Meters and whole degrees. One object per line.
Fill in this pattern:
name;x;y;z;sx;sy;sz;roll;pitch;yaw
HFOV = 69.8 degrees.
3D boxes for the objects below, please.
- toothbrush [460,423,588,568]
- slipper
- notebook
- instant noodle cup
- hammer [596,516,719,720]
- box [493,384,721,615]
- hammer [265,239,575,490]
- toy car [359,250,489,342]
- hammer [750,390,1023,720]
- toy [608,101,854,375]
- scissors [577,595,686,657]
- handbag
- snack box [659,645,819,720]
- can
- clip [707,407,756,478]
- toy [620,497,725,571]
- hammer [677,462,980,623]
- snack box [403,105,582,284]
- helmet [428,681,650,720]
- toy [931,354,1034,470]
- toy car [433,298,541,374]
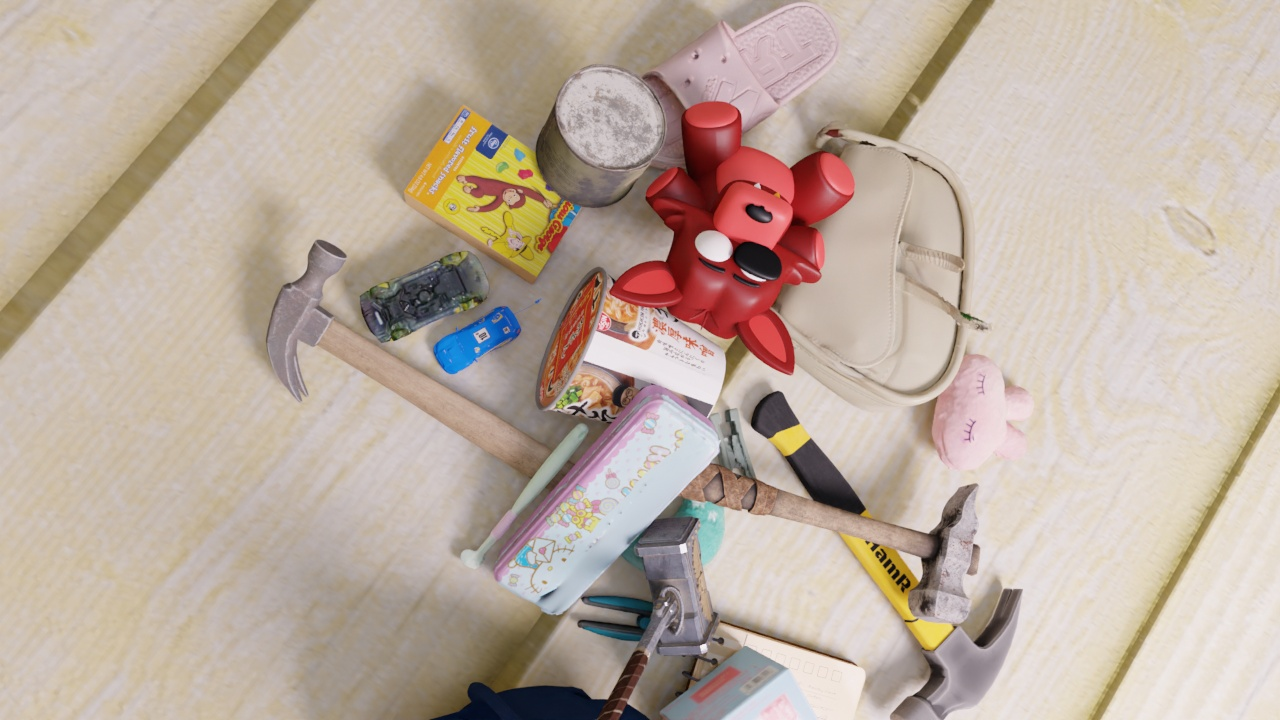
toothbrush;-0.093;0.110;0.744;0.022;0.015;0.155;33;102;-36
slipper;0.085;-0.250;0.811;0.239;0.064;0.094;-33;92;-14
notebook;0.089;0.348;0.774;0.167;0.024;0.225;22;81;-17
instant noodle cup;-0.004;0.004;0.751;0.121;0.124;0.123;23;81;-18
hammer;-0.007;0.211;0.611;0.044;0.321;0.098;-8;101;18
box;-0.030;0.114;0.721;0.076;0.033;0.214;36;109;-16
hammer;-0.148;0.041;0.746;0.331;0.030;0.119;32;102;-11
toy car;-0.176;-0.052;0.755;0.105;0.033;0.048;-23;95;-3
hammer;0.208;0.162;0.814;0.169;0.034;0.324;-37;90;-20
toy;0.077;-0.100;0.734;0.158;0.121;0.196;25;57;-7
scissors;0.021;0.218;0.782;0.136;0.019;0.138;-28;91;-11
handbag;0.209;-0.083;0.795;0.184;0.132;0.229;23;80;-2
snack box;0.085;0.295;0.718;0.092;0.080;0.095;-32;97;-18
can;-0.033;-0.178;0.737;0.089;0.075;0.089;4;75;-18
clip;0.080;0.081;0.804;0.044;0.023;0.076;-15;87;-10
toy;0.028;0.142;0.785;0.105;0.033;0.085;-35;82;-11
hammer;0.137;0.124;0.769;0.318;0.049;0.121;17;73;-6
snack box;-0.119;-0.137;0.771;0.126;0.040;0.088;33;80;-7
helmet;-0.060;0.334;0.633;0.222;0.273;0.232;-17;57;-18
toy;0.316;0.051;0.842;0.105;0.053;0.108;13;81;-25
toy car;-0.125;-0.024;0.750;0.092;0.062;0.033;-32;92;-12
